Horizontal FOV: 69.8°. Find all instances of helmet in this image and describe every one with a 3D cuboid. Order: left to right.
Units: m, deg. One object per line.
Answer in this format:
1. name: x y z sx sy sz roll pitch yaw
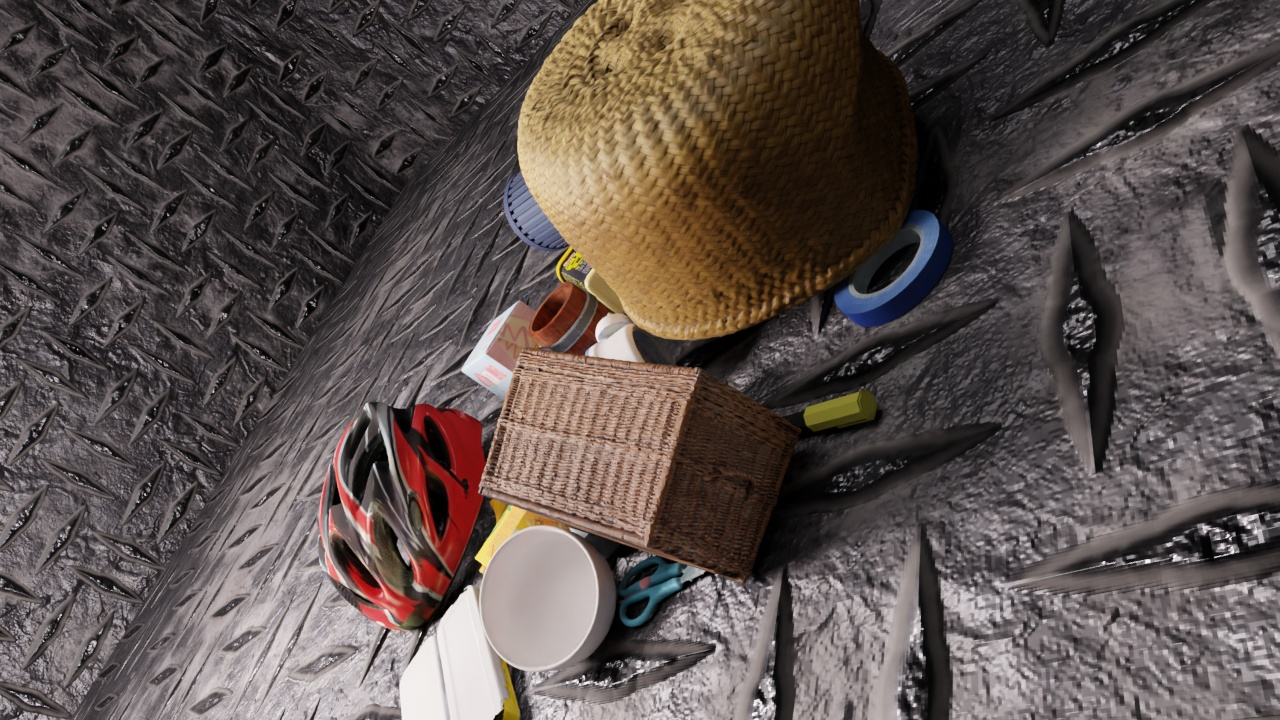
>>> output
1. helmet: -0.263 0.162 1.008 0.218 0.167 0.271 -48 35 27

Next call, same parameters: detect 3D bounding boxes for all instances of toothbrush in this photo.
1. toothbrush: -0.145 0.144 0.953 0.031 0.031 0.196 -31 32 18

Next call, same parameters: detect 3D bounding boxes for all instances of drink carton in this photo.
1. drink carton: -0.087 0.145 0.809 0.122 0.058 0.041 -58 24 -13

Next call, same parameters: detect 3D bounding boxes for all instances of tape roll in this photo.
1. tape roll: 0.184 -0.068 0.672 0.093 0.016 0.091 -37 28 30

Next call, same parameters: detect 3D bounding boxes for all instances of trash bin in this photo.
1. trash bin: -0.079 -0.243 1.246 0.250 0.139 0.139 -20 39 53

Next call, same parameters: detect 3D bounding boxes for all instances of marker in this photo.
1. marker: 0.113 0.044 0.640 0.124 0.021 0.017 -24 35 53

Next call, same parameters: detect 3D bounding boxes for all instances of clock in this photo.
1. clock: -0.005 0.005 0.822 0.052 0.089 0.125 -37 29 19

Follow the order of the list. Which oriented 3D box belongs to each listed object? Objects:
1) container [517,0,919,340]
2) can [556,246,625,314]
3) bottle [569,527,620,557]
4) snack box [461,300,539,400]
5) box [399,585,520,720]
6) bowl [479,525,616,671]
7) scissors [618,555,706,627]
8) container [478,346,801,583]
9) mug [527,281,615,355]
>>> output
1. container: 0.049 -0.193 0.739 0.308 0.196 0.306 -26 42 27
2. can: -0.023 -0.124 1.059 0.130 0.072 0.101 -53 26 -2
3. bottle: 0.007 0.081 0.745 0.161 0.046 0.072 -48 24 9
4. snack box: -0.133 -0.002 1.039 0.079 0.094 0.093 -61 16 -25
5. box: -0.164 0.291 0.791 0.127 0.023 0.209 -50 25 2
6. bowl: -0.065 0.181 0.695 0.105 0.054 0.104 -8 69 22
7. scissors: 0.030 0.150 0.649 0.137 0.015 0.056 -36 26 37
8. container: -0.006 0.068 0.637 0.199 0.113 0.112 6 72 47
9. mug: -0.054 -0.003 0.892 0.082 0.111 0.117 -16 42 54
